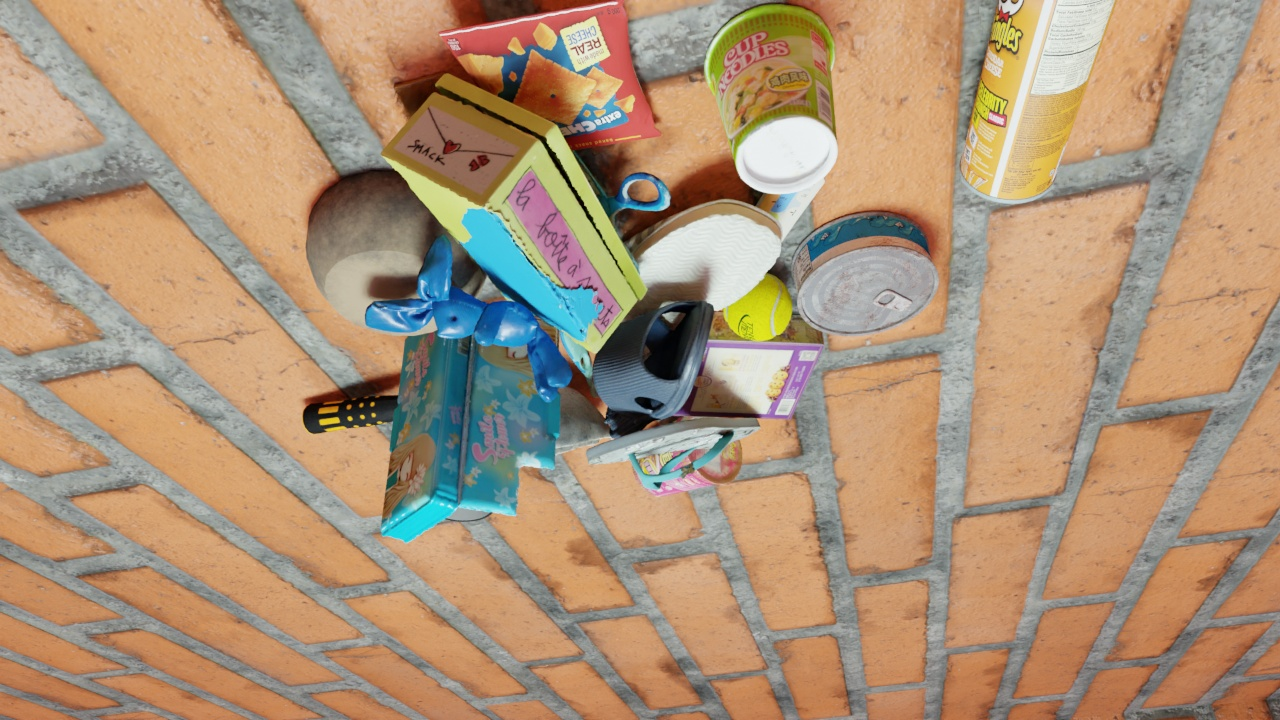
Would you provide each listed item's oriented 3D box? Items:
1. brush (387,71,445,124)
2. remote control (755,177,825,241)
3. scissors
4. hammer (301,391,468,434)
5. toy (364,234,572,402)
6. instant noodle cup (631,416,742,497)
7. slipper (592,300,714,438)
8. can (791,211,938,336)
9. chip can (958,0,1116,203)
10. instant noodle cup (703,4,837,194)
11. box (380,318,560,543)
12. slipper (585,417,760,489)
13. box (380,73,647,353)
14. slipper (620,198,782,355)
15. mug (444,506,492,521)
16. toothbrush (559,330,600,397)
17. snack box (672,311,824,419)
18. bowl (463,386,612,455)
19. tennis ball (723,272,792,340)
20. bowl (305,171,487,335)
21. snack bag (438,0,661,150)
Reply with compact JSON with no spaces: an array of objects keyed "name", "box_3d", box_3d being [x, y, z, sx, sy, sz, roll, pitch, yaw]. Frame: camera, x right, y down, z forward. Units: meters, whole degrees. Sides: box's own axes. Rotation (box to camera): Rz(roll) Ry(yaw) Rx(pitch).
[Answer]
[{"name":"brush","box_3d":[-0.150,-0.172,0.737,0.048,0.017,0.126,-11,144,12]},{"name":"remote control","box_3d":[0.120,-0.131,0.812,0.038,0.018,0.126,10,144,-16]},{"name":"scissors","box_3d":[-0.021,-0.123,0.769,0.140,0.011,0.134,-7,121,46]},{"name":"hammer","box_3d":[-0.231,0.044,0.978,0.321,0.123,0.036,-8,141,25]},{"name":"toy","box_3d":[-0.132,-0.033,0.759,0.176,0.070,0.113,27,140,-7]},{"name":"instant noodle cup","box_3d":[0.050,0.116,1.094,0.097,0.097,0.109,24,144,-32]},{"name":"slipper","box_3d":[-0.005,0.005,0.866,0.082,0.101,0.264,23,156,-9]},{"name":"can","box_3d":[0.210,-0.079,0.866,0.130,0.044,0.130,-2,144,-1]},{"name":"chip can","box_3d":[0.284,-0.215,0.654,0.075,0.075,0.215,-5,144,4]},{"name":"instant noodle cup","box_3d":[0.099,-0.183,0.661,0.099,0.107,0.099,-1,144,-1]},{"name":"box","box_3d":[-0.164,0.046,0.860,0.169,0.226,0.086,-10,144,10]},{"name":"slipper","box_3d":[0.053,0.092,0.933,0.098,0.054,0.268,-28,165,33]},{"name":"box","box_3d":[-0.088,-0.105,0.719,0.124,0.082,0.221,30,168,32]},{"name":"slipper","box_3d":[0.027,-0.073,0.857,0.114,0.054,0.274,20,147,-26]},{"name":"mug","box_3d":[-0.212,0.127,1.089,0.078,0.087,0.114,-1,144,-3]},{"name":"toothbrush","box_3d":[-0.061,0.005,0.988,0.017,0.022,0.135,19,154,27]},{"name":"snack box","box_3d":[0.106,0.009,0.984,0.148,0.040,0.144,2,144,-7]},{"name":"bowl","box_3d":[-0.124,0.069,1.004,0.178,0.081,0.178,-15,173,-2]},{"name":"tennis ball","box_3d":[0.113,-0.051,0.880,0.065,0.065,0.065,-2,144,-1]},{"name":"bowl","box_3d":[-0.214,-0.084,0.809,0.162,0.070,0.162,-2,144,-1]},{"name":"snack bag","box_3d":[-0.061,-0.203,0.677,0.131,0.039,0.144,-7,155,9]}]
